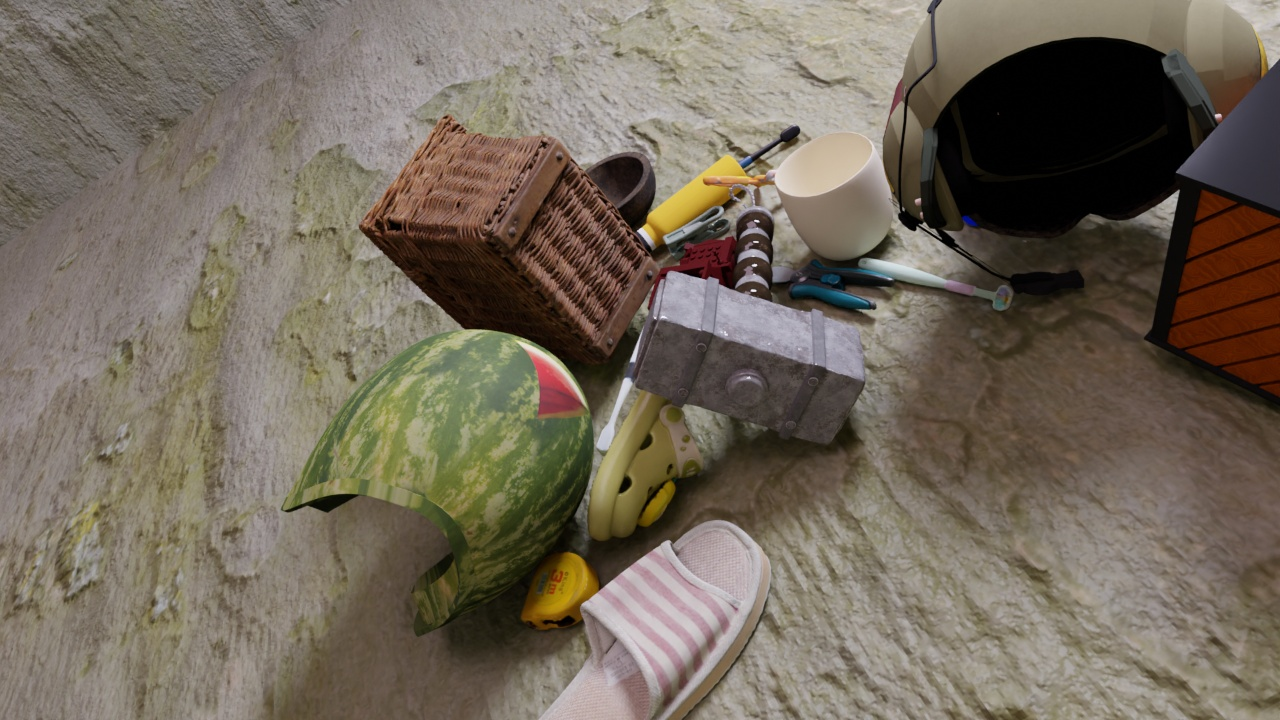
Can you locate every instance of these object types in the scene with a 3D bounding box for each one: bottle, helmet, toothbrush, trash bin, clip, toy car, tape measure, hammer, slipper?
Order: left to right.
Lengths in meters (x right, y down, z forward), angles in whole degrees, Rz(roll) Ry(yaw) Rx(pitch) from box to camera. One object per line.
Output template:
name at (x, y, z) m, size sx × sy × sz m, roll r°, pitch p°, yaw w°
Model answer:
helmet at (-0.154, 0.085, 0.802) m, size 0.244 × 0.213 × 0.246 m, roll -35°, pitch 14°, yaw 36°
tape measure at (-0.064, 0.194, 0.779) m, size 0.059 × 0.030 × 0.068 m, roll -8°, pitch 49°, yaw 30°
slipper at (-0.007, 0.225, 0.692) m, size 0.262 × 0.052 × 0.115 m, roll -49°, pitch 42°, yaw -14°
toothbrush at (-0.005, 0.005, 0.851) m, size 0.012 × 0.017 × 0.186 m, roll 18°, pitch 63°, yaw 6°
slipper at (0.017, 0.079, 0.808) m, size 0.081 × 0.092 × 0.190 m, roll 25°, pitch 72°, yaw 4°
bottle at (0.054, -0.174, 1.048) m, size 0.143 × 0.043 × 0.043 m, roll -38°, pitch 39°, yaw -2°
toy car at (0.053, -0.065, 0.925) m, size 0.070 × 0.062 × 0.169 m, roll -7°, pitch 48°, yaw 31°
clip at (0.064, -0.143, 1.023) m, size 0.076 × 0.044 × 0.023 m, roll -31°, pitch 41°, yaw 6°
toothbrush at (0.114, -0.226, 1.078) m, size 0.168 × 0.014 × 0.014 m, roll -32°, pitch 6°, yaw 8°
hammer at (0.103, -0.070, 0.842) m, size 0.177 × 0.080 × 0.325 m, roll 17°, pitch 37°, yaw -4°
toothbrush at (0.259, -0.072, 0.821) m, size 0.155 × 0.015 × 0.022 m, roll 24°, pitch 99°, yaw 46°
helmet at (0.314, -0.185, 0.687) m, size 0.251 × 0.255 × 0.232 m, roll -13°, pitch 45°, yaw 30°
trash bin at (0.425, -0.075, 0.559) m, size 0.139 × 0.172 × 0.140 m, roll -45°, pitch 53°, yaw -10°

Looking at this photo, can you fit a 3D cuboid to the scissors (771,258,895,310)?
scissors at (0.179, -0.078, 0.884) m, size 0.146 × 0.019 × 0.133 m, roll -25°, pitch 38°, yaw 16°

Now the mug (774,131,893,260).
mug at (0.186, -0.155, 0.889) m, size 0.096 × 0.100 × 0.120 m, roll -38°, pitch 37°, yaw -6°

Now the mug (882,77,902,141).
mug at (0.296, -0.246, 0.909) m, size 0.106 × 0.073 × 0.082 m, roll -29°, pitch 32°, yaw 50°

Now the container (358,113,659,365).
container at (-0.112, -0.110, 0.931) m, size 0.183 × 0.250 × 0.162 m, roll 8°, pitch 60°, yaw 45°

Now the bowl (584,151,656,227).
bowl at (-0.030, -0.192, 1.115) m, size 0.121 × 0.056 × 0.121 m, roll -20°, pitch 42°, yaw 19°

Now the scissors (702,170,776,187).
scissors at (0.131, -0.193, 0.982) m, size 0.125 × 0.011 × 0.131 m, roll -2°, pitch 6°, yaw -15°

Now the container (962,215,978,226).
container at (0.335, -0.188, 0.846) m, size 0.114 × 0.058 × 0.096 m, roll -28°, pitch 40°, yaw 10°
